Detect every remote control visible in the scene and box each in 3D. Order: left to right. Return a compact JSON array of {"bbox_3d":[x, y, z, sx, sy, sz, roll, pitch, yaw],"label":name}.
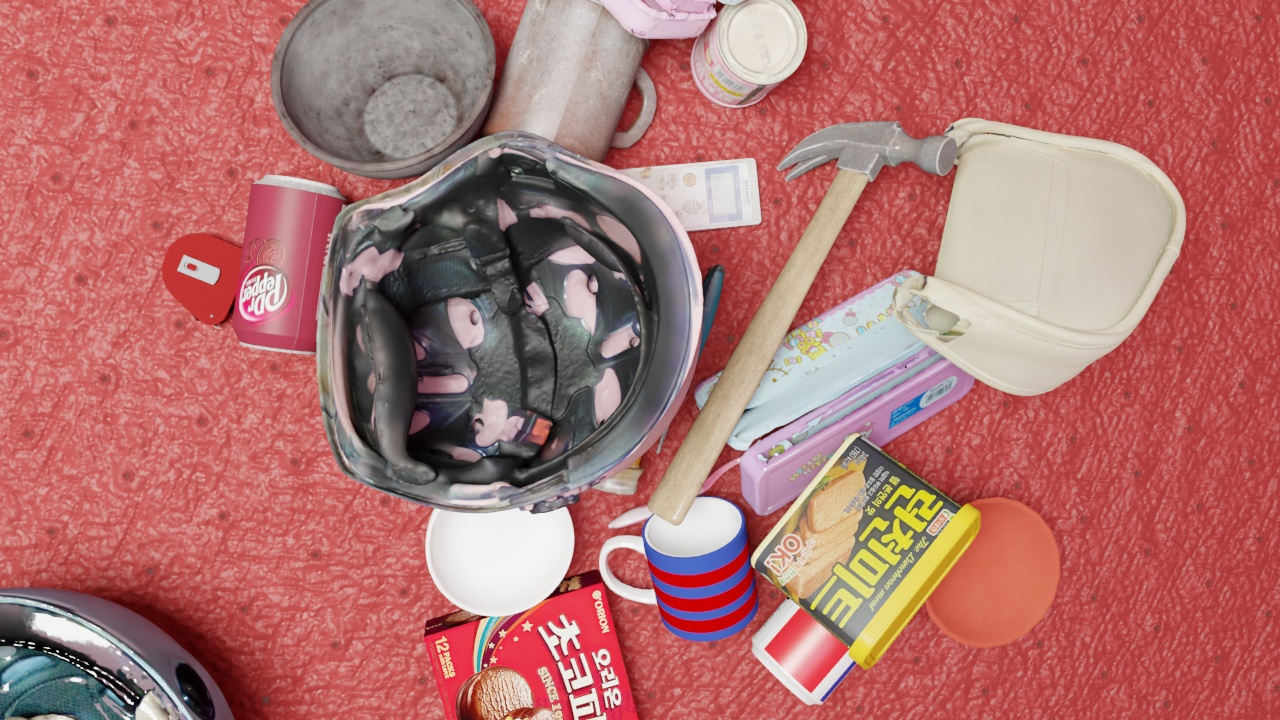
[{"bbox_3d":[0.024,-0.122,0.694,0.135,0.011,0.050,-7,95,-10],"label":"remote control"}]

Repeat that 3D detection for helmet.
[{"bbox_3d":[-0.368,0.258,0.569,0.225,0.167,0.265,-22,99,-10],"label":"helmet"},{"bbox_3d":[-0.072,-0.011,0.595,0.256,0.152,0.229,-18,71,14],"label":"helmet"}]

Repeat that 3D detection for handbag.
[{"bbox_3d":[0.279,-0.067,0.682,0.184,0.132,0.228,27,53,-1],"label":"handbag"}]

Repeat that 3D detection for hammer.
[{"bbox_3d":[0.099,-0.031,0.659,0.030,0.119,0.331,35,82,-49],"label":"hammer"}]

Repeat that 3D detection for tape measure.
[{"bbox_3d":[-0.303,-0.058,0.635,0.051,0.019,0.059,23,90,-11],"label":"tape measure"}]

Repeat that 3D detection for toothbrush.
[{"bbox_3d":[0.038,0.102,0.707,0.135,0.022,0.016,-25,87,-10],"label":"toothbrush"}]

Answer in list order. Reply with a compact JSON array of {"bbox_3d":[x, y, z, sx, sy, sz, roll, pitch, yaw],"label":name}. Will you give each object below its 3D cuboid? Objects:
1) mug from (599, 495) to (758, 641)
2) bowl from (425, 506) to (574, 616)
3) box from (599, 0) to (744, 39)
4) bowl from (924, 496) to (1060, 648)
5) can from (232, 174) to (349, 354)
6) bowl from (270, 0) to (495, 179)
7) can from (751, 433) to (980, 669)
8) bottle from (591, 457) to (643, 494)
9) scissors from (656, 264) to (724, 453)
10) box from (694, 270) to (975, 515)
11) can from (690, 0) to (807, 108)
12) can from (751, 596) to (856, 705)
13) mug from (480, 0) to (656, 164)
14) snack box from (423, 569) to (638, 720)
[{"bbox_3d":[0.027,0.154,0.676,0.112,0.074,0.076,-8,116,10],"label":"mug"},{"bbox_3d":[-0.103,0.127,0.667,0.105,0.054,0.105,-1,94,-12],"label":"bowl"},{"bbox_3d":[-0.003,-0.302,0.625,0.155,0.059,0.201,-27,70,-30],"label":"box"},{"bbox_3d":[0.277,0.168,0.747,0.122,0.035,0.122,-1,94,-10],"label":"bowl"},{"bbox_3d":[-0.238,-0.064,0.624,0.063,0.063,0.114,8,92,-11],"label":"can"},{"bbox_3d":[-0.163,-0.180,0.616,0.145,0.067,0.144,-1,75,3],"label":"bowl"},{"bbox_3d":[0.158,0.132,0.651,0.101,0.072,0.130,38,84,29],"label":"can"},{"bbox_3d":[-0.004,0.004,0.675,0.053,0.053,0.186,11,92,-11],"label":"bottle"},{"bbox_3d":[0.038,-0.011,0.682,0.019,0.120,0.151,18,132,2],"label":"scissors"},{"bbox_3d":[0.150,0.019,0.709,0.214,0.090,0.092,-28,54,-12],"label":"box"},{"bbox_3d":[0.076,-0.223,0.663,0.067,0.076,0.067,-1,93,-10],"label":"can"},{"bbox_3d":[0.152,0.194,0.708,0.070,0.070,0.132,43,86,-10],"label":"can"},{"bbox_3d":[-0.041,-0.185,0.646,0.122,0.096,0.110,20,96,-37],"label":"mug"},{"bbox_3d":[-0.076,0.252,0.688,0.132,0.036,0.152,-15,96,-9],"label":"snack box"}]
